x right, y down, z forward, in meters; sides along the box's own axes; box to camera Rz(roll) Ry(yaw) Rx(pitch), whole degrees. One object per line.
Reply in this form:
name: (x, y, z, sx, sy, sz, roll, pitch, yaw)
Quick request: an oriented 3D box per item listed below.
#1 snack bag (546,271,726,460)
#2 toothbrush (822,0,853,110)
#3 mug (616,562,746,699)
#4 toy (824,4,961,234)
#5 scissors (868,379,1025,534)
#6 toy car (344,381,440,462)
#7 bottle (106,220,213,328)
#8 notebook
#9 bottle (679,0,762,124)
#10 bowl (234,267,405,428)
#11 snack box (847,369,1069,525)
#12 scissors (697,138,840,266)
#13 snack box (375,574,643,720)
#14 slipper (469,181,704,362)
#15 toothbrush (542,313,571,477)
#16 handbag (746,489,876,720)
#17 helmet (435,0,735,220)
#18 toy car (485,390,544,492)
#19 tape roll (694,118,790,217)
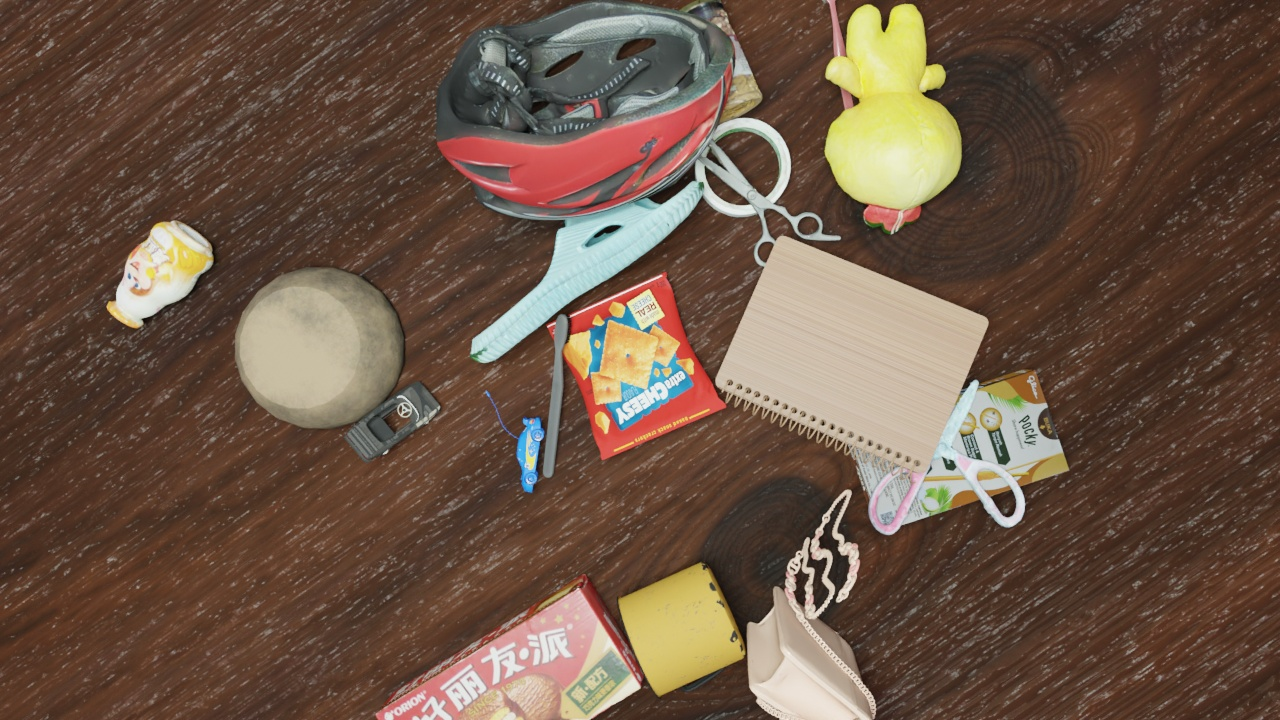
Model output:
snack bag: (-0.006, 0.005, 0.896, 0.131, 0.039, 0.144, -24, 86, 4)
toothbrush: (0.197, -0.294, 0.901, 0.015, 0.015, 0.184, -11, 93, 2)
mug: (0.045, 0.262, 0.873, 0.094, 0.100, 0.124, -24, 114, 0)
toy: (0.238, -0.229, 0.861, 0.133, 0.092, 0.207, -7, 85, -11)
scissors: (0.294, 0.102, 0.868, 0.175, 0.013, 0.170, 29, 88, 3)
toy car: (-0.240, 0.058, 0.894, 0.092, 0.037, 0.040, -39, 87, -31)
bottle: (-0.474, -0.083, 0.901, 0.063, 0.063, 0.109, 41, 91, 1)
notebook: (0.195, -0.002, 0.865, 0.210, 0.022, 0.169, 23, 87, 8)
bottle: (0.072, -0.287, 0.882, 0.056, 0.056, 0.105, -24, 90, 2)
bowl: (-0.317, -0.012, 0.893, 0.162, 0.070, 0.162, 0, 91, 2)
snack box: (0.304, 0.086, 0.890, 0.186, 0.031, 0.101, -19, 90, 2)
scissors: (0.122, -0.158, 0.882, 0.120, 0.014, 0.160, -20, 113, 2)
snack box: (-0.124, 0.321, 0.894, 0.236, 0.060, 0.113, -32, 88, 2)
slipper: (-0.060, -0.096, 0.864, 0.276, 0.116, 0.069, -36, 101, 6)
toothbrush: (-0.083, 0.036, 0.898, 0.013, 0.013, 0.167, 13, 104, 24)
handbag: (0.186, 0.240, 0.814, 0.116, 0.198, 0.187, 34, 99, 1)
helmet: (-0.046, -0.225, 0.822, 0.272, 0.167, 0.217, -14, 48, 3)
toy car: (-0.127, 0.080, 0.903, 0.062, 0.033, 0.092, 9, 91, -5)
tape roll: (0.100, -0.189, 0.902, 0.094, 0.018, 0.094, 0, 90, 2)
